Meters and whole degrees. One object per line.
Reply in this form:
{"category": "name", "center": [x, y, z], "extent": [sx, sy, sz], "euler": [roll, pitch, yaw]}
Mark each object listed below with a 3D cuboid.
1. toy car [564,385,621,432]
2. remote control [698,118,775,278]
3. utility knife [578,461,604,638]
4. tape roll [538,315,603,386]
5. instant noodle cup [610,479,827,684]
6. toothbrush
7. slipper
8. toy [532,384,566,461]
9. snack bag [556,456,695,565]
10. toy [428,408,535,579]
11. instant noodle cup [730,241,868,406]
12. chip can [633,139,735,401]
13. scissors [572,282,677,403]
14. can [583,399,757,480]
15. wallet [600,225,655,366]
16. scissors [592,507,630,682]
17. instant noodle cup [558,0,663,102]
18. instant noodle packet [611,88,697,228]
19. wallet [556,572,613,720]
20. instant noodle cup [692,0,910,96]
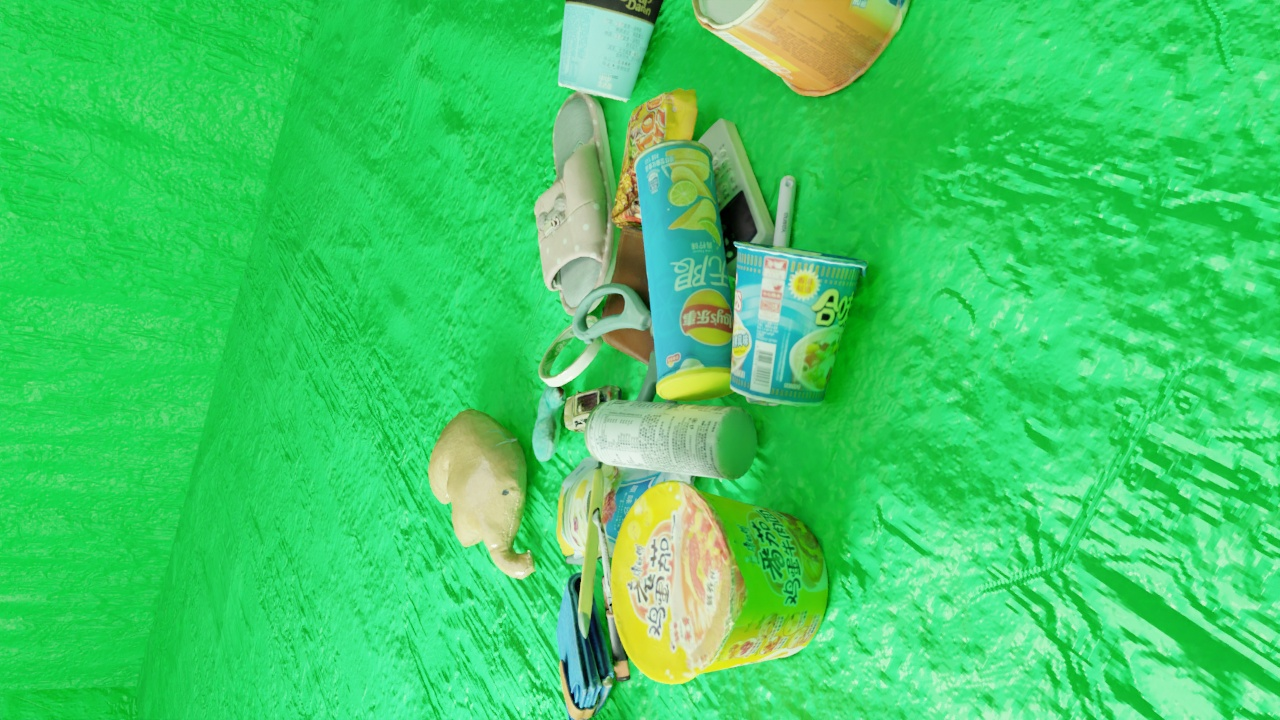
{"category": "toy car", "center": [-0.051, 0.048, 0.926], "extent": [0.091, 0.035, 0.042], "euler": [-17, 65, 55]}
{"category": "remote control", "center": [0.077, -0.144, 0.805], "extent": [0.058, 0.021, 0.149], "euler": [-46, 46, 39]}
{"category": "utility knife", "center": [-0.039, 0.135, 0.818], "extent": [0.031, 0.022, 0.218], "euler": [80, -163, -57]}
{"category": "tape roll", "center": [-0.071, -0.010, 0.954], "extent": [0.086, 0.014, 0.085], "euler": [-36, 28, 22]}
{"category": "instant noodle cup", "center": [0.060, 0.161, 0.667], "extent": [0.138, 0.109, 0.138], "euler": [-22, 63, 51]}
{"category": "toothbrush", "center": [0.109, -0.058, 0.738], "extent": [0.021, 0.029, 0.189], "euler": [73, -156, -82]}
{"category": "slipper", "center": [-0.075, -0.179, 1.004], "extent": [0.114, 0.054, 0.274], "euler": [-29, 57, 48]}
{"category": "toy", "center": [-0.097, 0.061, 0.981], "extent": [0.097, 0.030, 0.091], "euler": [139, 139, -72]}
{"category": "snack bag", "center": [-0.012, 0.141, 0.843], "extent": [0.191, 0.038, 0.110], "euler": [-9, 62, 53]}
{"category": "toy", "center": [-0.174, 0.145, 1.043], "extent": [0.226, 0.082, 0.144], "euler": [45, 123, 47]}
{"category": "instant noodle cup", "center": [0.108, -0.026, 0.672], "extent": [0.099, 0.099, 0.110], "euler": [22, 106, 55]}
{"category": "chip can", "center": [0.038, -0.076, 0.763], "extent": [0.071, 0.071, 0.210], "euler": [-29, 60, 48]}
{"category": "scissors", "center": [-0.005, 0.005, 0.844], "extent": [0.171, 0.019, 0.179], "euler": [1, 88, 44]}
{"category": "can", "center": [0.023, 0.064, 0.766], "extent": [0.147, 0.058, 0.058], "euler": [1, 81, 42]}
{"category": "wallet", "center": [0.007, -0.061, 0.873], "extent": [0.101, 0.032, 0.124], "euler": [24, 104, 50]}
{"category": "scissors", "center": [-0.027, 0.186, 0.769], "extent": [0.192, 0.015, 0.207], "euler": [-122, 24, -81]}
{"category": "instant noodle cup", "center": [-0.038, -0.339, 0.960], "extent": [0.111, 0.111, 0.120], "euler": [36, 117, 53]}
{"category": "instant noodle packet", "center": [0.011, -0.193, 0.884], "extent": [0.111, 0.044, 0.128], "euler": [13, 90, 66]}
{"category": "wallet", "center": [-0.055, 0.267, 0.830], "extent": [0.133, 0.040, 0.106], "euler": [103, 158, -53]}
{"category": "instant noodle cup", "center": [0.118, -0.295, 0.708], "extent": [0.152, 0.111, 0.151], "euler": [-21, 64, 52]}
